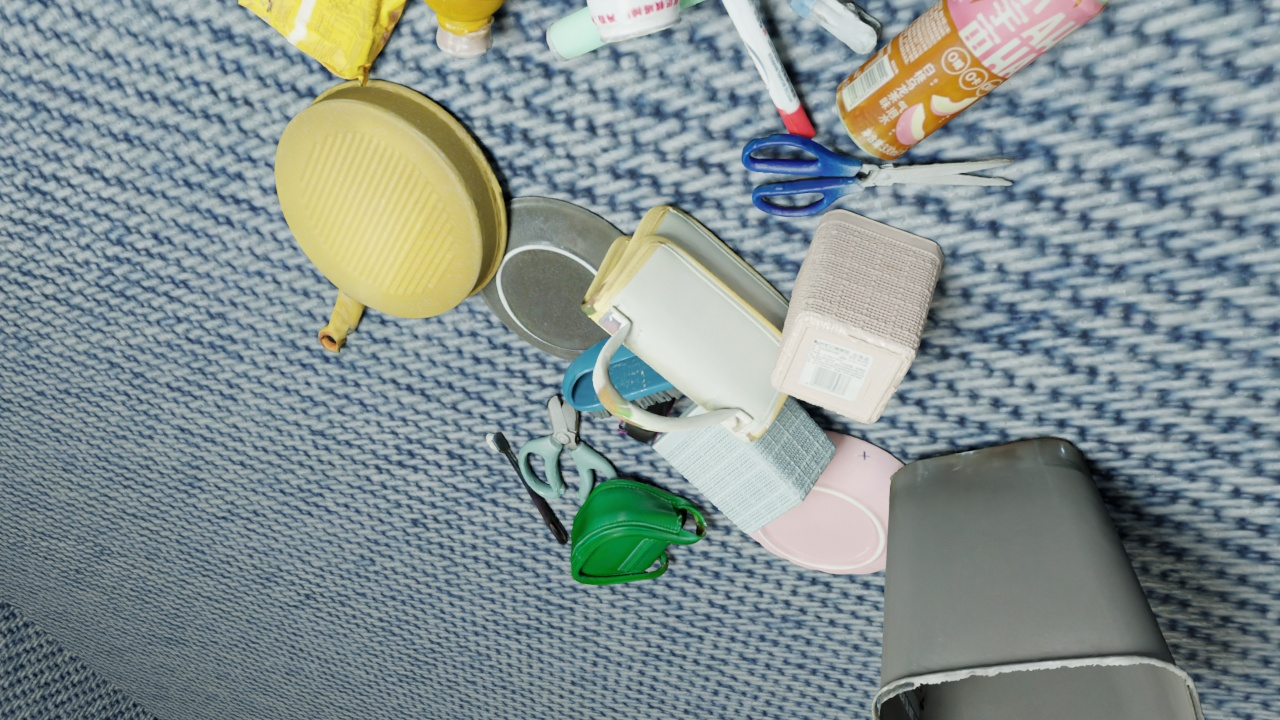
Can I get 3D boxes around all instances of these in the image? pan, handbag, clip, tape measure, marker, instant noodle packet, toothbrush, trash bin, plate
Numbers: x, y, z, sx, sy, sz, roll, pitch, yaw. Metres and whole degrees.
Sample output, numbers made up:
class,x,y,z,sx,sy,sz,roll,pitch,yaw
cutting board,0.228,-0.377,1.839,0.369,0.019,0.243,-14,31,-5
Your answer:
class,x,y,z,sx,sy,sz,roll,pitch,yaw
pan,-0.240,-0.091,0.807,0.197,0.078,0.359,40,131,-6
handbag,0.037,-0.012,0.652,0.163,0.178,0.063,39,134,-14
clip,0.115,-0.202,0.538,0.057,0.032,0.025,35,136,-5
tape measure,0.005,0.043,0.813,0.039,0.056,0.058,26,149,0
marker,0.073,-0.187,0.552,0.017,0.017,0.145,-7,142,31
instant noodle packet,-0.209,-0.260,0.622,0.110,0.044,0.129,35,142,-19
toothbrush,0.035,-0.228,0.546,0.225,0.026,0.027,-11,151,34
handbag,-0.008,0.183,0.944,0.120,0.067,0.132,12,139,-16
trash bin,0.280,0.195,0.689,0.199,0.219,0.199,-15,126,21
toothbrush,-0.122,0.144,1.011,0.018,0.015,0.181,-1,132,35
plate,0.166,0.141,0.845,0.192,0.038,0.193,14,137,13
plate,-0.067,-0.056,0.774,0.179,0.024,0.180,14,137,13

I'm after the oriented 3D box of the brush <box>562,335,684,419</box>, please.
class,x,y,z,sx,sy,sz,roll,pitch,yaw
brush,-0.004,0.004,0.756,0.144,0.055,0.073,-17,147,24

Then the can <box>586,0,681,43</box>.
class,x,y,z,sx,sy,sz,roll,pitch,yaw
can,-0.015,-0.249,0.507,0.053,0.053,0.133,-1,118,27

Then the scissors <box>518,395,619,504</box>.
class,x,y,z,sx,sy,sz,roll,pitch,yaw
scissors,-0.062,0.097,0.933,0.143,0.019,0.180,21,137,6

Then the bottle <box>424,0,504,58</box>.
class,x,y,z,sx,sy,sz,roll,pitch,yaw
bottle,-0.106,-0.273,0.539,0.068,0.067,0.190,19,138,8

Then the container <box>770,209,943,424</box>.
class,x,y,z,sx,sy,sz,roll,pitch,yaw
container,0.146,-0.028,0.630,0.090,0.110,0.090,21,138,6

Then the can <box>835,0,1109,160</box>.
class,x,y,z,sx,sy,sz,roll,pitch,yaw
can,0.179,-0.173,0.506,0.058,0.057,0.148,40,137,-15

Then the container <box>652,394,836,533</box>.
class,x,y,z,sx,sy,sz,roll,pitch,yaw
container,0.089,0.070,0.753,0.111,0.089,0.090,45,136,2

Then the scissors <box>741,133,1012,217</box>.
class,x,y,z,sx,sy,sz,roll,pitch,yaw
scissors,0.146,-0.126,0.591,0.173,0.012,0.132,-17,141,43
